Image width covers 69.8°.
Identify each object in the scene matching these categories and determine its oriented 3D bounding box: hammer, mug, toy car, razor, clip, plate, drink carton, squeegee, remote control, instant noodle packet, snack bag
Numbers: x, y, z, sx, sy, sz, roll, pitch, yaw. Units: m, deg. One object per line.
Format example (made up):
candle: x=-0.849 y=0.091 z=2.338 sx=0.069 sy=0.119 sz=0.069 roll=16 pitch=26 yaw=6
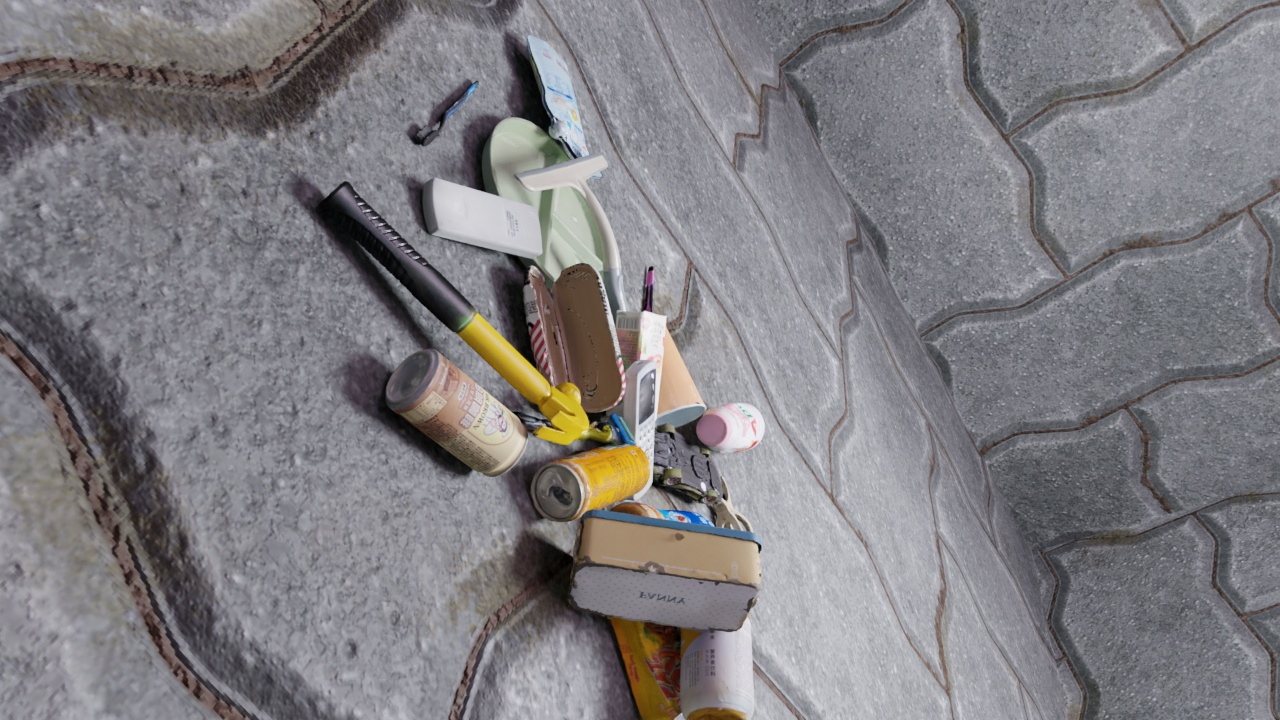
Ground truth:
hammer: x=-0.152 y=-0.035 z=0.794 sx=0.300 sy=0.033 sz=0.128 roll=46 pitch=7 yaw=-19
mug: x=0.021 y=0.017 z=1.102 sx=0.078 sy=0.078 sz=0.122 roll=15 pitch=50 yaw=-59
toy car: x=0.051 y=0.128 z=1.093 sx=0.158 sy=0.042 sz=0.070 roll=34 pitch=40 yaw=-46
razor: x=-0.070 y=0.067 z=0.899 sx=0.142 sy=0.022 sz=0.042 roll=10 pitch=31 yaw=-38
clip: x=0.109 y=0.196 z=1.166 sx=0.072 sy=0.035 sz=0.100 roll=0 pitch=60 yaw=-62
plate: x=-0.106 y=-0.172 z=1.066 sx=0.230 sy=0.028 sz=0.229 roll=45 pitch=32 yaw=-38
drink carton: x=-0.006 y=0.006 z=1.035 sx=0.053 sy=0.046 sz=0.122 roll=6 pitch=90 yaw=-59
squeegee: x=-0.041 y=-0.112 z=1.050 sx=0.245 sy=0.039 sz=0.246 roll=-44 pitch=120 yaw=-65
remote control: x=0.000 y=0.074 z=0.984 sx=0.058 sy=0.021 sz=0.150 roll=-36 pitch=131 yaw=-64
instant noodle packet: x=0.021 y=0.283 z=0.901 sx=0.110 sy=0.044 sz=0.128 roll=-10 pitch=78 yaw=-60
snack bag: x=-0.101 y=-0.323 z=1.172 sx=0.110 sy=0.039 sz=0.190 roll=52 pitch=18 yaw=-57
remote control: x=-0.156 y=-0.140 z=0.916 sx=0.135 sy=0.019 sz=0.056 roll=8 pitch=67 yaw=-46

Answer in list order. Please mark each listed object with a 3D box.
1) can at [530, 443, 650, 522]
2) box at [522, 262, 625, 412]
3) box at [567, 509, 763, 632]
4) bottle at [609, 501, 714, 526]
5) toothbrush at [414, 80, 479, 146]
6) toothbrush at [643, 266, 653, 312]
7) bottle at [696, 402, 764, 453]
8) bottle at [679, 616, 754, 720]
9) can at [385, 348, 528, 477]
can: x=-0.045 y=0.116 z=0.897 sx=0.145 sy=0.058 sz=0.058 roll=-7 pitch=75 yaw=-64
box: x=-0.067 y=-0.026 z=0.945 sx=0.075 sy=0.086 sz=0.162 roll=62 pitch=12 yaw=-72
box: x=0.028 y=0.193 z=0.832 sx=0.184 sy=0.090 sz=0.062 roll=9 pitch=43 yaw=-7
bottle: x=0.038 y=0.192 z=0.987 sx=0.218 sy=0.065 sz=0.065 roll=21 pitch=50 yaw=-57
toothbrush: x=-0.203 y=-0.268 z=0.978 sx=0.016 sy=0.014 sz=0.189 roll=32 pitch=34 yaw=-12
toothbrush: x=0.011 y=-0.065 z=1.219 sx=0.188 sy=0.014 sz=0.018 roll=-85 pitch=153 yaw=-47
bottle: x=0.112 y=0.087 z=1.183 sx=0.068 sy=0.068 sz=0.196 roll=70 pitch=15 yaw=9
bottle: x=0.073 y=0.260 z=0.888 sx=0.068 sy=0.068 sz=0.189 roll=47 pitch=30 yaw=-34
can: x=-0.150 y=0.044 z=0.754 sx=0.116 sy=0.059 sz=0.058 roll=46 pitch=32 yaw=-37
